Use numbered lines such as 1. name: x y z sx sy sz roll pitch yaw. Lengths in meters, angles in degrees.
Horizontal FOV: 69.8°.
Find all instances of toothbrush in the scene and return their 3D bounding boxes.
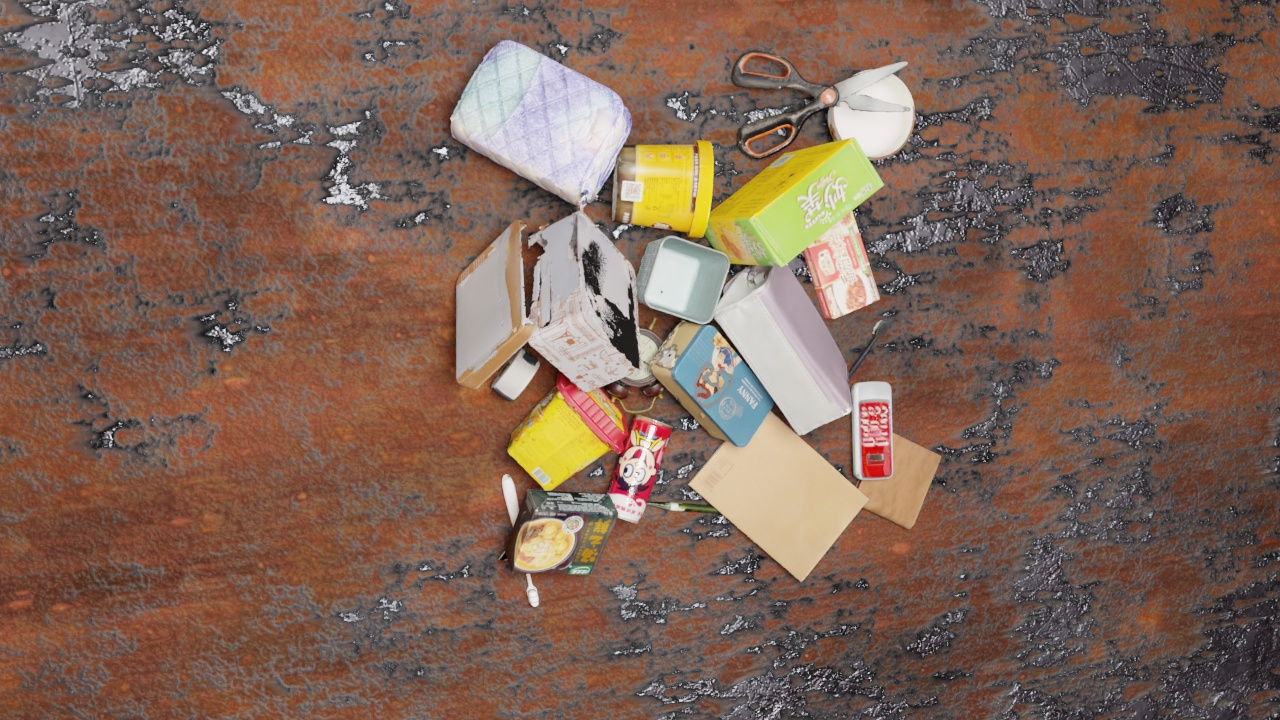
1. toothbrush: 0.054 0.200 1.234 0.185 0.012 0.017 6 101 -13
2. toothbrush: 0.286 0.020 1.263 0.015 0.018 0.181 34 91 -19
3. toothbrush: -0.156 0.234 1.190 0.016 0.016 0.180 -13 99 -13

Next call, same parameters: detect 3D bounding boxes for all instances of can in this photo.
1. can: -0.004 0.139 1.185 0.053 0.053 0.132 21 85 -14

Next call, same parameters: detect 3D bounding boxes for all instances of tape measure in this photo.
1. tape measure: -0.155 0.017 1.140 0.033 0.066 0.065 37 88 -12

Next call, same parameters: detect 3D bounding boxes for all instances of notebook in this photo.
1. notebook: 0.189 0.178 1.247 0.211 0.012 0.149 41 85 -8

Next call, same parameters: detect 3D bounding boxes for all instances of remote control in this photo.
1. remote control: 0.320 0.097 1.266 0.056 0.020 0.136 -1 90 -7

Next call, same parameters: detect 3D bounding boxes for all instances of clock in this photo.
1. clock: -0.007 0.007 1.175 0.082 0.055 0.122 -3 94 -13

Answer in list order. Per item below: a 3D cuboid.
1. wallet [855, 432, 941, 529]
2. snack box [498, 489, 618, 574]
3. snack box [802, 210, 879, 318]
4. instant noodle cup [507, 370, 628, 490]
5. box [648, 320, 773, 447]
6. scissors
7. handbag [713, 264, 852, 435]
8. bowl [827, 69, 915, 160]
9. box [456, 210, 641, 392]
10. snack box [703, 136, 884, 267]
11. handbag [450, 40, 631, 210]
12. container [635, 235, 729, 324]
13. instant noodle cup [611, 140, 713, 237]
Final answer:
1. wallet: 0.361 0.167 1.293 0.101 0.020 0.115 26 87 -13
2. snack box: -0.103 0.221 1.146 0.113 0.053 0.126 7 118 -27
3. snack box: 0.262 -0.139 1.232 0.075 0.025 0.153 -22 101 -9
4. instant noodle cup: -0.094 0.089 1.144 0.124 0.116 0.116 -41 103 7
5. box: 0.095 0.034 1.172 0.184 0.060 0.089 43 73 -32
6. scissors: 0.213 -0.337 1.155 0.222 0.021 0.210 -39 85 19
7. handbag: 0.186 -0.024 1.175 0.099 0.144 0.197 -28 104 31
8. bowl: 0.293 -0.316 1.200 0.113 0.062 0.113 -1 95 -13
9. box: -0.122 -0.051 1.082 0.194 0.182 0.156 -24 137 23
10. snack box: 0.173 -0.188 1.113 0.157 0.210 0.070 -39 104 -6
11. handbag: -0.113 -0.277 1.077 0.194 0.075 0.134 31 90 15
12. container: 0.045 -0.102 1.146 0.090 0.111 0.090 17 93 -13
13. instant noodle cup: 0.025 -0.214 1.130 0.114 0.118 0.118 3 96 -5
